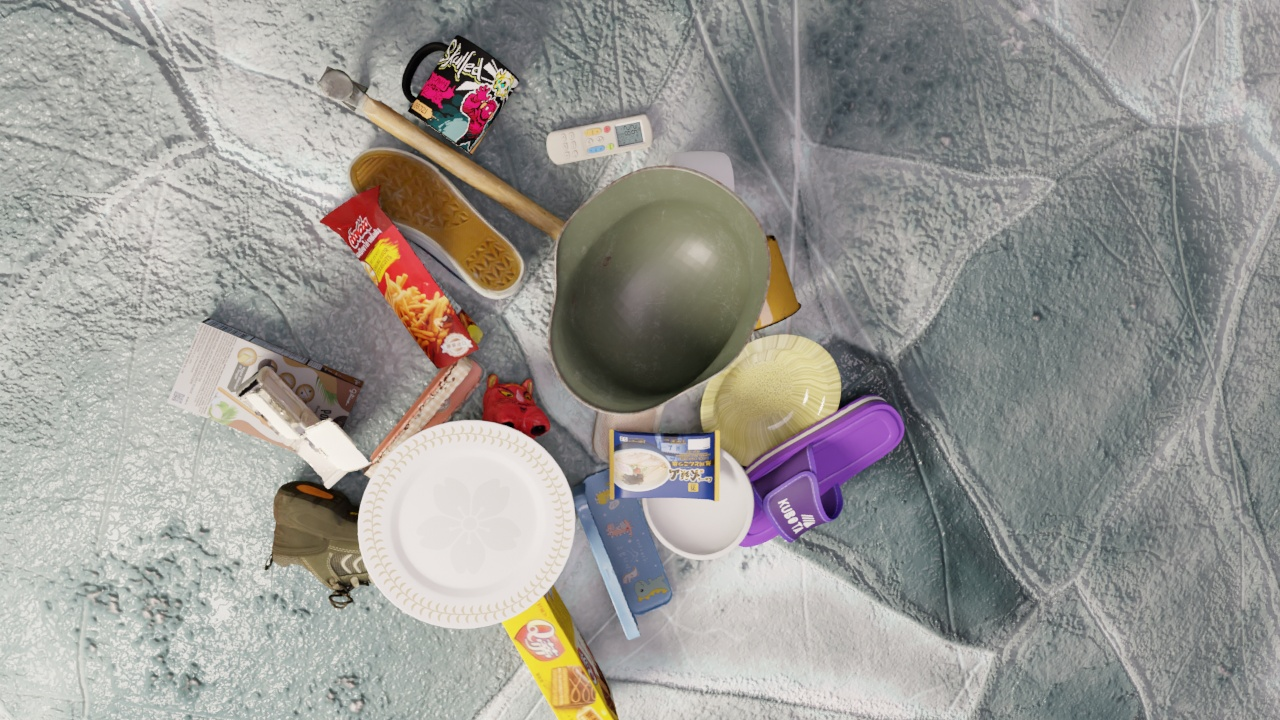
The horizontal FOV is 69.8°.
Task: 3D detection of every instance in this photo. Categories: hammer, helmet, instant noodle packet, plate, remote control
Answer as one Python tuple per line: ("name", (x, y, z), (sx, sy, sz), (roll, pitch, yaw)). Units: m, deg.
("hammer", (-0.202, -0.218, 1.019), (0.330, 0.132, 0.033), (32, 94, -25))
("helmet", (0.021, -0.064, 1.004), (0.227, 0.153, 0.268), (38, 96, 11))
("instant noodle packet", (0.029, 0.127, 1.118), (0.134, 0.026, 0.087), (0, 96, 5))
("plate", (0.159, 0.046, 1.157), (0.184, 0.036, 0.185), (-6, 116, -12))
("remote control", (-0.048, -0.259, 1.075), (0.125, 0.018, 0.038), (-13, 104, -8))
("plate", (-0.195, 0.186, 1.047), (0.242, 0.016, 0.242), (-1, 97, -11))

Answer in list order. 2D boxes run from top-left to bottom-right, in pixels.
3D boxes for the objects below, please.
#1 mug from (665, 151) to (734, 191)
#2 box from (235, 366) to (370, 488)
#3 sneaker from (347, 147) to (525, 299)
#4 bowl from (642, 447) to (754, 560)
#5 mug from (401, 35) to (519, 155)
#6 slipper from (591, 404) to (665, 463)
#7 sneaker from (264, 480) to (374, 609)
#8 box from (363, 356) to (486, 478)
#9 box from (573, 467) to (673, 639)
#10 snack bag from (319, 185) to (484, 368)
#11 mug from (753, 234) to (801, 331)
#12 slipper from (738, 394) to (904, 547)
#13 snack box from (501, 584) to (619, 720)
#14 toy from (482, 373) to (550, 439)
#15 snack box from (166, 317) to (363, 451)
("mug", (0.066, -0.186, 1.072), (0.068, 0.094, 0.116), (-3, 110, -8))
("box", (-0.357, 0.071, 0.972), (0.057, 0.188, 0.144), (-44, 110, -16))
("sneaker", (-0.225, -0.152, 1.040), (0.235, 0.079, 0.087), (38, 82, 2))
("bowl", (0.077, 0.172, 1.154), (0.150, 0.043, 0.149), (2, 94, 26))
("mug", (-0.208, -0.301, 1.012), (0.118, 0.081, 0.098), (35, 94, 12))
("slipper", (-0.007, 0.007, 1.121), (0.115, 0.052, 0.263), (6, 101, -13))
("sneaker", (-0.332, 0.247, 1.086), (0.238, 0.101, 0.143), (20, 93, -9))
("box", (-0.255, 0.072, 1.089), (0.187, 0.056, 0.071), (-50, 137, 4))
("box", (-0.019, 0.243, 1.158), (0.085, 0.073, 0.209), (-22, 105, -9))
("snack bag", (-0.261, -0.092, 1.024), (0.066, 0.139, 0.208), (-42, 109, -32))
("mug", (0.118, -0.088, 1.099), (0.124, 0.100, 0.094), (-21, 103, -1))
("slipper", (0.224, 0.154, 1.156), (0.266, 0.084, 0.107), (-36, 119, 4))
("snack box", (-0.104, 0.365, 1.148), (0.061, 0.110, 0.230), (-27, 105, -3))
("toy", (-0.171, 0.082, 1.113), (0.088, 0.094, 0.133), (17, 127, -40))
("snack box", (-0.430, 0.036, 1.060), (0.186, 0.031, 0.101), (24, 97, -14))
